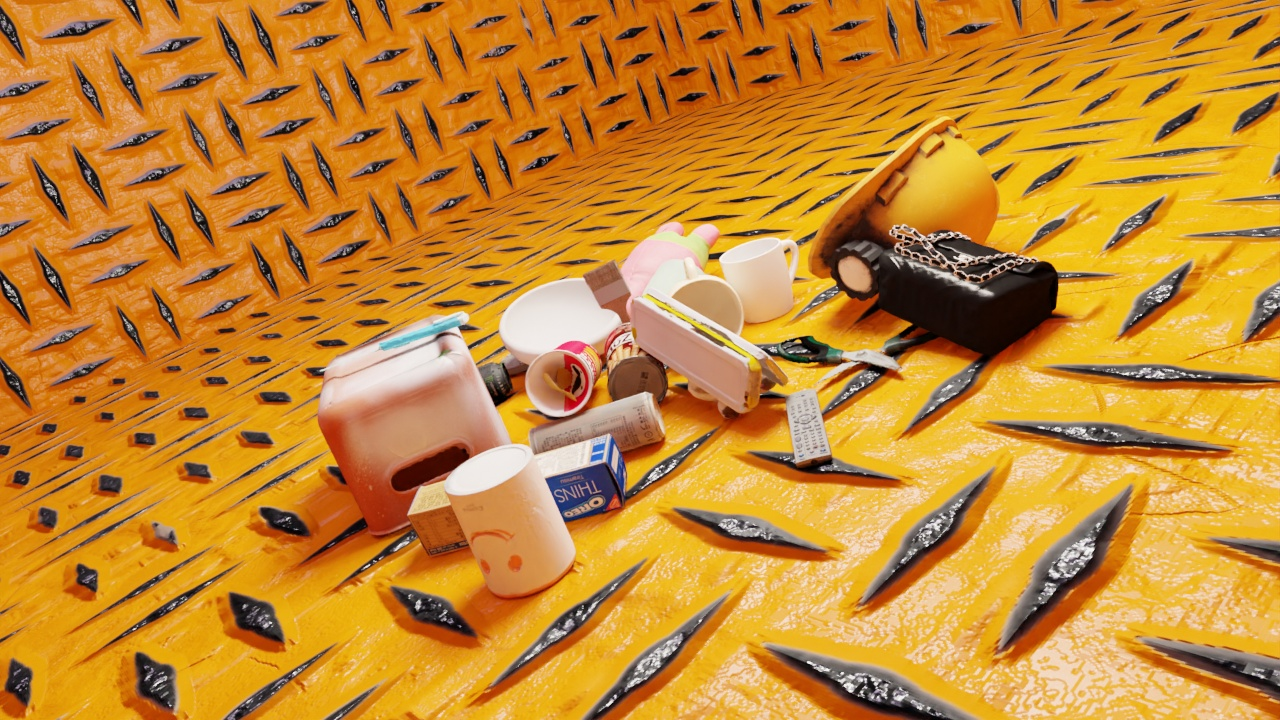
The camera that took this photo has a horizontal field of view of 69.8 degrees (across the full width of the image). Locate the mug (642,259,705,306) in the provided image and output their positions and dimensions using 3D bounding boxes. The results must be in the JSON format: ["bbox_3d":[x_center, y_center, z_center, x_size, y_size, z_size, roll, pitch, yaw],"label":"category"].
[{"bbox_3d":[0.032,-0.066,1.243,0.112,0.084,0.103,-40,13,47],"label":"mug"}]

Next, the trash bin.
[{"bbox_3d":[-0.262,0.061,1.064,0.181,0.157,0.260,-24,20,-9],"label":"trash bin"}]

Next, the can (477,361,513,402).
[{"bbox_3d":[-0.244,0.046,1.237,0.137,0.054,0.054,-20,20,0],"label":"can"}]

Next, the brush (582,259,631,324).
[{"bbox_3d":[-0.019,-0.055,1.147,0.045,0.143,0.008,-25,17,12],"label":"brush"}]

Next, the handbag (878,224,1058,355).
[{"bbox_3d":[0.330,-0.092,0.922,0.125,0.115,0.154,-22,29,-24],"label":"handbag"}]

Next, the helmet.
[{"bbox_3d":[0.329,-0.154,1.061,0.254,0.206,0.131,-35,66,-28],"label":"helmet"}]

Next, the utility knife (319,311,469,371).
[{"bbox_3d":[-0.278,-0.020,1.035,0.176,0.015,0.022,-20,19,-2],"label":"utility knife"}]

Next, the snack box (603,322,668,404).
[{"bbox_3d":[-0.006,0.006,1.081,0.072,0.072,0.121,-19,20,4],"label":"snack box"}]

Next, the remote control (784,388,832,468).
[{"bbox_3d":[0.156,0.061,0.860,0.033,0.013,0.136,-16,20,11],"label":"remote control"}]

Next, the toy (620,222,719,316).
[{"bbox_3d":[0.019,-0.121,1.381,0.192,0.097,0.236,7,47,47],"label":"toy"}]

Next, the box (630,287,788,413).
[{"bbox_3d":[0.064,-0.018,0.965,0.070,0.067,0.210,-36,39,-18],"label":"box"}]

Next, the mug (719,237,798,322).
[{"bbox_3d":[0.167,-0.110,1.193,0.114,0.088,0.081,-30,22,-25],"label":"mug"}]

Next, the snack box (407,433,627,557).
[{"bbox_3d":[-0.116,0.131,0.883,0.207,0.057,0.056,-16,23,11],"label":"snack box"}]

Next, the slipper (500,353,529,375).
[{"bbox_3d":[-0.119,-0.058,1.395,0.098,0.055,0.267,-2,25,37],"label":"slipper"}]

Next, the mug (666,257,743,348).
[{"bbox_3d":[0.072,-0.069,1.133,0.096,0.120,0.099,-15,9,2],"label":"mug"}]

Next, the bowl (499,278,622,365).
[{"bbox_3d":[-0.103,-0.040,1.276,0.177,0.066,0.176,-8,38,6],"label":"bowl"}]

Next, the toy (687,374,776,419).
[{"bbox_3d":[0.091,0.024,0.988,0.079,0.038,0.123,-24,28,-19],"label":"toy"}]

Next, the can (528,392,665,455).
[{"bbox_3d":[-0.045,0.076,0.959,0.136,0.054,0.054,-18,20,8],"label":"can"}]

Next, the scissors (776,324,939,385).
[{"bbox_3d":[0.249,-0.023,0.993,0.203,0.015,0.202,-24,19,-15],"label":"scissors"}]

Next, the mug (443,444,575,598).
[{"bbox_3d":[-0.111,0.137,0.787,0.082,0.105,0.082,-18,19,6],"label":"mug"}]

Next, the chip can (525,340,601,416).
[{"bbox_3d":[-0.083,0.016,1.054,0.069,0.069,0.220,-20,4,2],"label":"chip can"}]
